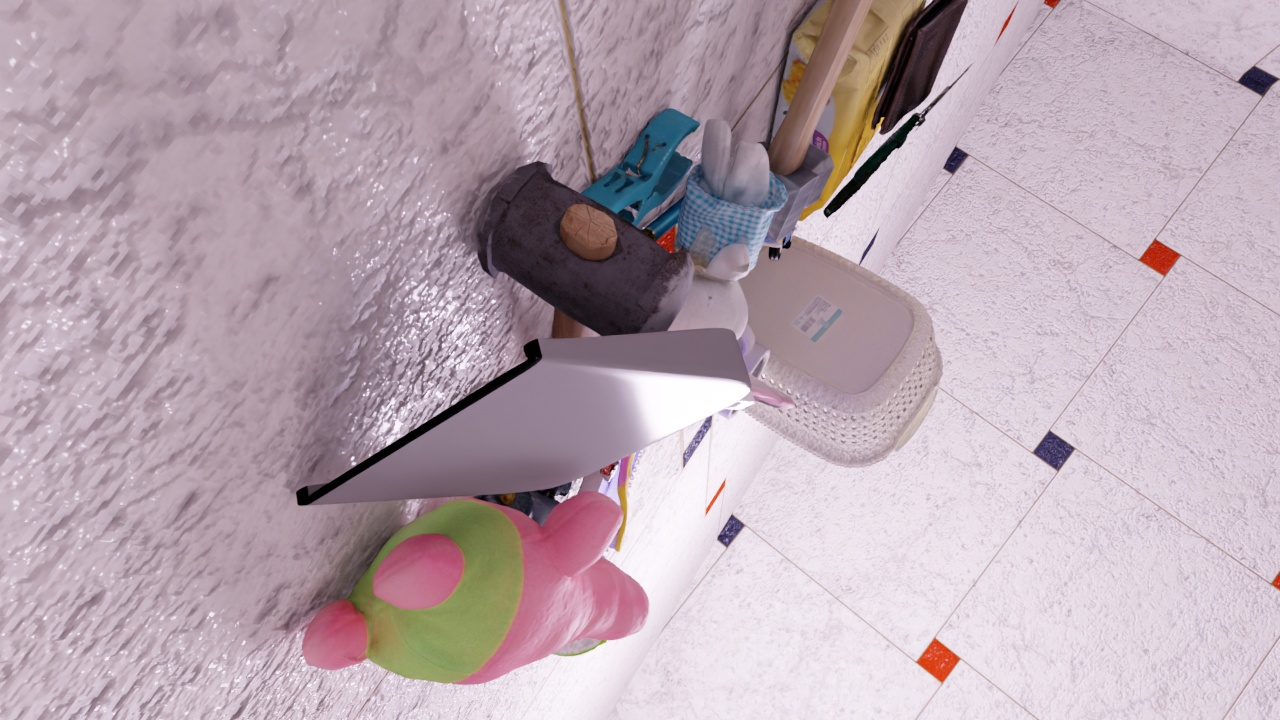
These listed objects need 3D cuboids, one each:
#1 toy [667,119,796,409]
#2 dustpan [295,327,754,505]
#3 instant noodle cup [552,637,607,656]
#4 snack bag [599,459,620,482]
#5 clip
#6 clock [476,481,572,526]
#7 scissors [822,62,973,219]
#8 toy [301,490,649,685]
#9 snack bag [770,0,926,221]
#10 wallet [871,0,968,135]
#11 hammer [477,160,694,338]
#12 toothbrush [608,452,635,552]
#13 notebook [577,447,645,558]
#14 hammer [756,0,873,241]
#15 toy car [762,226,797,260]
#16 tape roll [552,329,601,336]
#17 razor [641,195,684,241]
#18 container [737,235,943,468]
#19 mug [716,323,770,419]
[{"bbox_3d":[0.042,-0.055,0.592,0.105,0.131,0.206,-17,135,-20],"label":"toy"},{"bbox_3d":[-0.015,0.027,0.461,0.164,0.033,0.257,-29,158,35],"label":"dustpan"},{"bbox_3d":[-0.065,0.226,0.884,0.099,0.099,0.108,-58,175,-6],"label":"instant noodle cup"},{"bbox_3d":[-0.004,0.004,0.670,0.075,0.018,0.154,105,-1,-54],"label":"snack bag"},{"bbox_3d":[-0.006,-0.094,0.560,0.126,0.028,0.113,-54,170,-22],"label":"clip"},{"bbox_3d":[-0.089,0.115,0.647,0.090,0.052,0.130,-34,147,-60],"label":"clock"},{"bbox_3d":[0.220,-0.186,0.843,0.201,0.015,0.205,-42,175,-33],"label":"scissors"},{"bbox_3d":[-0.077,0.137,0.544,0.193,0.096,0.236,-34,147,29],"label":"toy"},{"bbox_3d":[0.181,-0.242,0.810,0.159,0.068,0.248,-55,166,-20],"label":"snack bag"},{"bbox_3d":[0.240,-0.258,0.782,0.119,0.031,0.100,-45,158,-39],"label":"wallet"},{"bbox_3d":[-0.041,0.001,0.549,0.052,0.098,0.329,-55,173,-22],"label":"hammer"},{"bbox_3d":[-0.012,0.091,0.726,0.021,0.016,0.135,-44,146,-69],"label":"toothbrush"},{"bbox_3d":[-0.021,0.087,0.771,0.172,0.022,0.208,93,15,-59],"label":"notebook"},{"bbox_3d":[0.131,-0.217,0.596,0.117,0.051,0.324,-38,157,-43],"label":"hammer"},{"bbox_3d":[0.104,-0.122,0.795,0.153,0.056,0.055,-42,140,-70],"label":"toy car"},{"bbox_3d":[-0.025,-0.045,0.608,0.092,0.016,0.091,-54,165,-20],"label":"tape roll"},{"bbox_3d":[0.041,-0.118,0.682,0.143,0.022,0.042,-39,157,-43],"label":"razor"},{"bbox_3d":[0.180,-0.017,0.940,0.184,0.246,0.143,-53,156,-12],"label":"container"},{"bbox_3d":[0.066,-0.009,0.841,0.073,0.089,0.105,-49,162,-37],"label":"mug"}]
